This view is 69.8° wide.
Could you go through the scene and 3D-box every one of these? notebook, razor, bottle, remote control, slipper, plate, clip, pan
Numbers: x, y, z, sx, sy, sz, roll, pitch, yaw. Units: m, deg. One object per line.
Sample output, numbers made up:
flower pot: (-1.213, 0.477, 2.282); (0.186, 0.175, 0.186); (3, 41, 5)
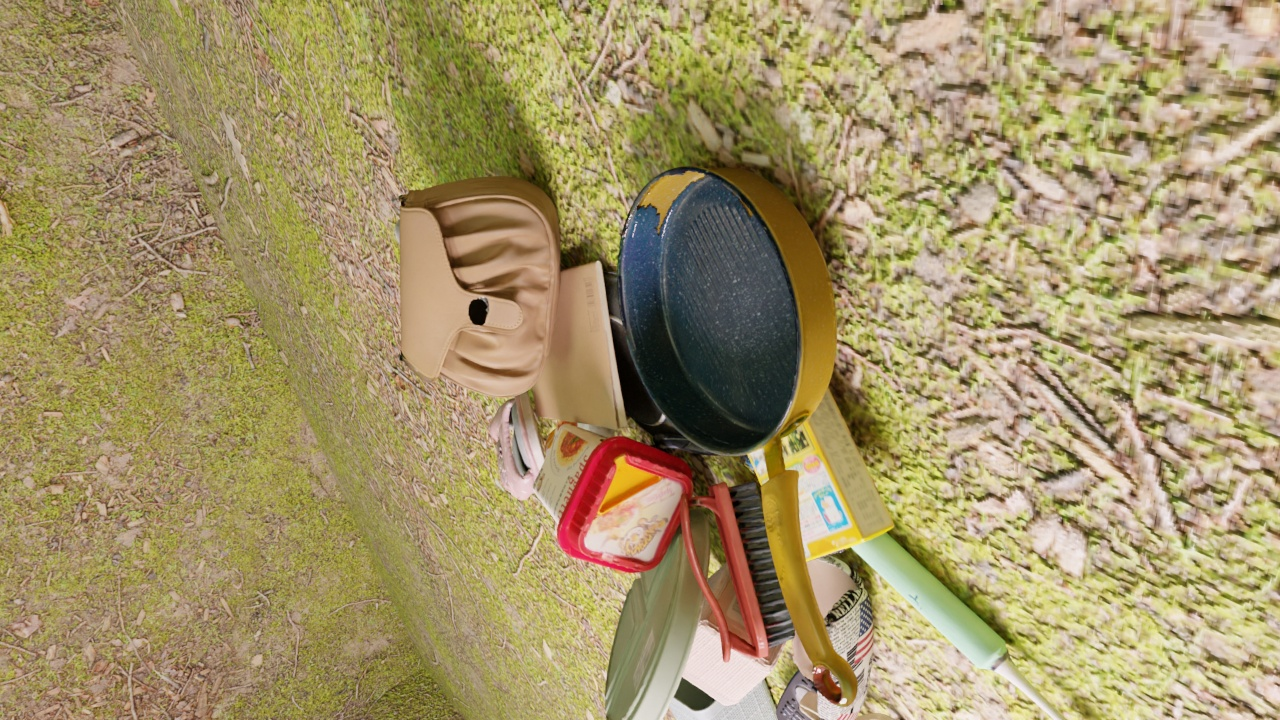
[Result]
notebook: (-0.073, -0.013, 0.892); (0.212, 0.012, 0.149); (0, 99, 63)
razor: (0.063, 0.077, 0.784); (0.143, 0.022, 0.042); (10, 153, 48)
bottle: (-0.056, 0.078, 0.956); (0.063, 0.063, 0.109); (53, 138, 13)
remote control: (0.162, 0.324, 0.870); (0.053, 0.024, 0.137); (41, 145, 24)
slipper: (-0.144, 0.106, 1.076); (0.275, 0.054, 0.114); (117, 139, -74)
plate: (0.011, 0.247, 0.866); (0.027, 0.229, 0.231); (19, 151, -7)
clip: (0.192, 0.319, 0.790); (0.099, 0.035, 0.098); (46, 147, 7)
plate: (-0.005, 0.005, 0.835); (0.179, 0.024, 0.180); (40, 148, 32)
pan: (0.071, 0.038, 0.596); (0.357, 0.078, 0.198); (64, 148, 17)

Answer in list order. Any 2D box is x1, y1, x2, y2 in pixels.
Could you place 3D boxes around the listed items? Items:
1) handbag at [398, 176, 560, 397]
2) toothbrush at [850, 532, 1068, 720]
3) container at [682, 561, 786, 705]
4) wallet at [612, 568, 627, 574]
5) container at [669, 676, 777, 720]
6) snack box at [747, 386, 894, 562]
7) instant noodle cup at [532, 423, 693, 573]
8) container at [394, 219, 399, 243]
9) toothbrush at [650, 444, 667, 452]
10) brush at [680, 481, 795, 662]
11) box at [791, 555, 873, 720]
handbag: (-0.148, -0.063, 0.839); (0.099, 0.147, 0.205); (-93, 9, -61)
toothbrush: (0.217, 0.179, 0.629); (0.224, 0.026, 0.027); (44, 129, 28)
container: (0.085, 0.246, 0.838); (0.090, 0.090, 0.111); (33, 146, 6)
wallet: (-0.054, 0.174, 1.088); (0.119, 0.035, 0.131); (32, 140, 38)
container: (0.089, 0.371, 0.978); (0.090, 0.090, 0.111); (8, 127, 58)
snack box: (0.114, 0.068, 0.651); (0.140, 0.033, 0.087); (65, 151, 12)
instant noodle cup: (-0.033, 0.121, 0.857); (0.116, 0.116, 0.124); (24, -179, -35)
container: (-0.178, -0.114, 0.943); (0.114, 0.090, 0.090); (17, 132, 49)
toothbrush: (-0.021, 0.103, 0.963); (0.190, 0.014, 0.018); (-20, 90, 60)
brush: (0.079, 0.175, 0.763); (0.063, 0.069, 0.145); (104, 151, -80)
box: (0.147, 0.233, 0.739); (0.075, 0.085, 0.162); (12, 128, 23)
